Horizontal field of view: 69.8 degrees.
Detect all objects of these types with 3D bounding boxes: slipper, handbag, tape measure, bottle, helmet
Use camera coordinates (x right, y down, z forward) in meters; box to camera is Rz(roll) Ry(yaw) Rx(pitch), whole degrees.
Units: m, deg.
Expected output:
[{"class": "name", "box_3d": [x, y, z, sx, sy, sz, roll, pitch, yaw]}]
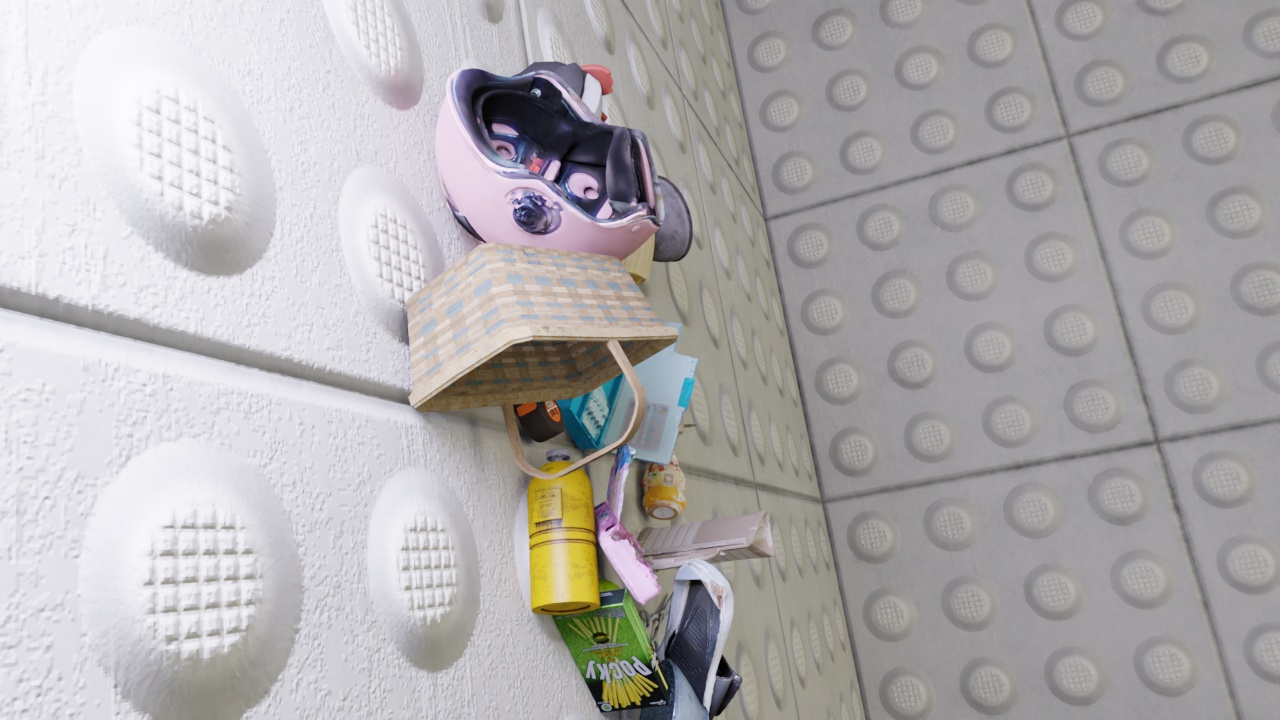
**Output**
[{"class": "slipper", "box_3d": [0.074, 0.350, 1.109, 0.111, 0.063, 0.264, 40, -47, 45]}, {"class": "handbag", "box_3d": [0.061, 0.243, 1.176, 0.197, 0.176, 0.062, 8, 71, -69]}, {"class": "slipper", "box_3d": [-0.025, -0.199, 1.401, 0.111, 0.079, 0.261, 10, 67, -68]}, {"class": "tape measure", "box_3d": [-0.111, 0.059, 0.998, 0.059, 0.038, 0.058, 61, 18, -3]}, {"class": "bottle", "box_3d": [0.034, 0.173, 1.324, 0.063, 0.063, 0.108, 58, 26, -46]}, {"class": "helmet", "box_3d": [-0.106, -0.187, 0.953, 0.255, 0.153, 0.229, 20, 41, -31]}, {"class": "bottle", "box_3d": [-0.081, 0.172, 0.946, 0.071, 0.071, 0.163, 46, 35, -59]}]

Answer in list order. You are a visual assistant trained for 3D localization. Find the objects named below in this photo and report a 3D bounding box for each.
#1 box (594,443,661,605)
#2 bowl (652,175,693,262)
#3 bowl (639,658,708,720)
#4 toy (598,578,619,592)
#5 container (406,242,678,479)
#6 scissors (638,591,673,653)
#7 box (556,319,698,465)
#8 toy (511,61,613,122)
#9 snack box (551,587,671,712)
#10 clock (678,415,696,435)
[{"class": "box", "box_3d": [-0.026, 0.172, 1.015, 0.230, 0.062, 0.160, 155, -76, -84]}, {"class": "bowl", "box_3d": [0.014, -0.221, 1.490, 0.067, 0.145, 0.145, -23, 103, -31]}, {"class": "bowl", "box_3d": [0.043, 0.418, 1.052, 0.137, 0.057, 0.137, -165, -89, -80]}, {"class": "toy", "box_3d": [-0.043, 0.282, 1.046, 0.093, 0.036, 0.094, -12, 82, -68]}, {"class": "container", "box_3d": [-0.080, 0.007, 0.849, 0.249, 0.158, 0.186, -3, 67, -56]}, {"class": "scissors", "box_3d": [0.023, 0.340, 1.246, 0.161, 0.014, 0.118, -70, 144, -56]}, {"class": "box", "box_3d": [-0.019, 0.015, 1.171, 0.170, 0.085, 0.226, 33, 52, -19]}, {"class": "toy", "box_3d": [-0.119, -0.264, 1.117, 0.159, 0.140, 0.183, 109, -9, -60]}, {"class": "snack box", "box_3d": [-0.029, 0.314, 0.986, 0.025, 0.080, 0.148, -72, 144, -59]}, {"class": "clock", "box_3d": [0.005, 0.090, 1.281, 0.140, 0.093, 0.054, 0, 83, -47]}]
